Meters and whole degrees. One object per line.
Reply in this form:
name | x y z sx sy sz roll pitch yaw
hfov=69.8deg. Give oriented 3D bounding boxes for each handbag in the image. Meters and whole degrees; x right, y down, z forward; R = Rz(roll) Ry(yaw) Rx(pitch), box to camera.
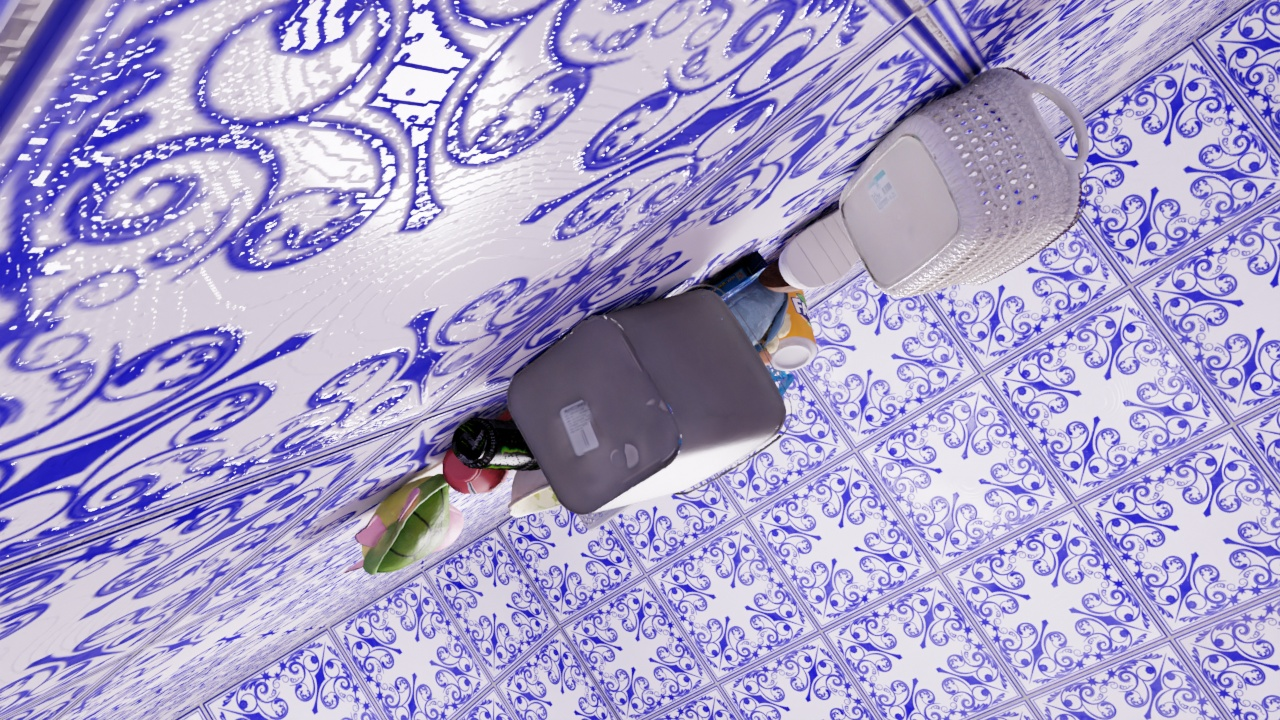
handbag | 0.141 -0.041 1.287 0.122 0.118 0.191 -36 -178 38

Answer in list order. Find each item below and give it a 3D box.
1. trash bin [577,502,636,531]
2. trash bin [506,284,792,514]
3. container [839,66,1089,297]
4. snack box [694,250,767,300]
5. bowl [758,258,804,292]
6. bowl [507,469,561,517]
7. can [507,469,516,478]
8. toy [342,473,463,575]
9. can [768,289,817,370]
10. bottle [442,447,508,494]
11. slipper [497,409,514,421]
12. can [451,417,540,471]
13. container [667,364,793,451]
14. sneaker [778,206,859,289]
trash bin | -0.080 0.185 1.604 0.156 0.183 0.156 -34 174 -4
trash bin | 0.005 0.043 0.924 0.198 0.197 0.219 -36 168 26
container | 0.317 -0.170 0.941 0.143 0.184 0.252 -20 169 -17
snack box | 0.078 -0.074 1.100 0.150 0.027 0.082 -33 175 -9
bowl | 0.221 -0.119 1.263 0.114 0.026 0.102 -22 -153 4
bowl | -0.081 0.128 1.118 0.189 0.060 0.218 -33 164 32
can | -0.162 0.124 1.274 0.054 0.055 0.102 -28 172 -47
toy | -0.274 0.196 1.097 0.190 0.088 0.238 -50 173 -11
can | 0.220 -0.059 1.407 0.079 0.142 0.079 -3 141 -2
bottle | -0.193 0.124 1.061 0.062 0.062 0.177 -33 174 -5
slipper | -0.113 0.077 1.151 0.103 0.059 0.248 -32 159 6
can | -0.145 0.091 0.984 0.054 0.054 0.137 -35 160 16
container | 0.065 0.060 1.376 0.258 0.089 0.361 -12 -169 24
sneaker | 0.281 -0.170 1.183 0.236 0.090 0.104 -35 -177 -4
